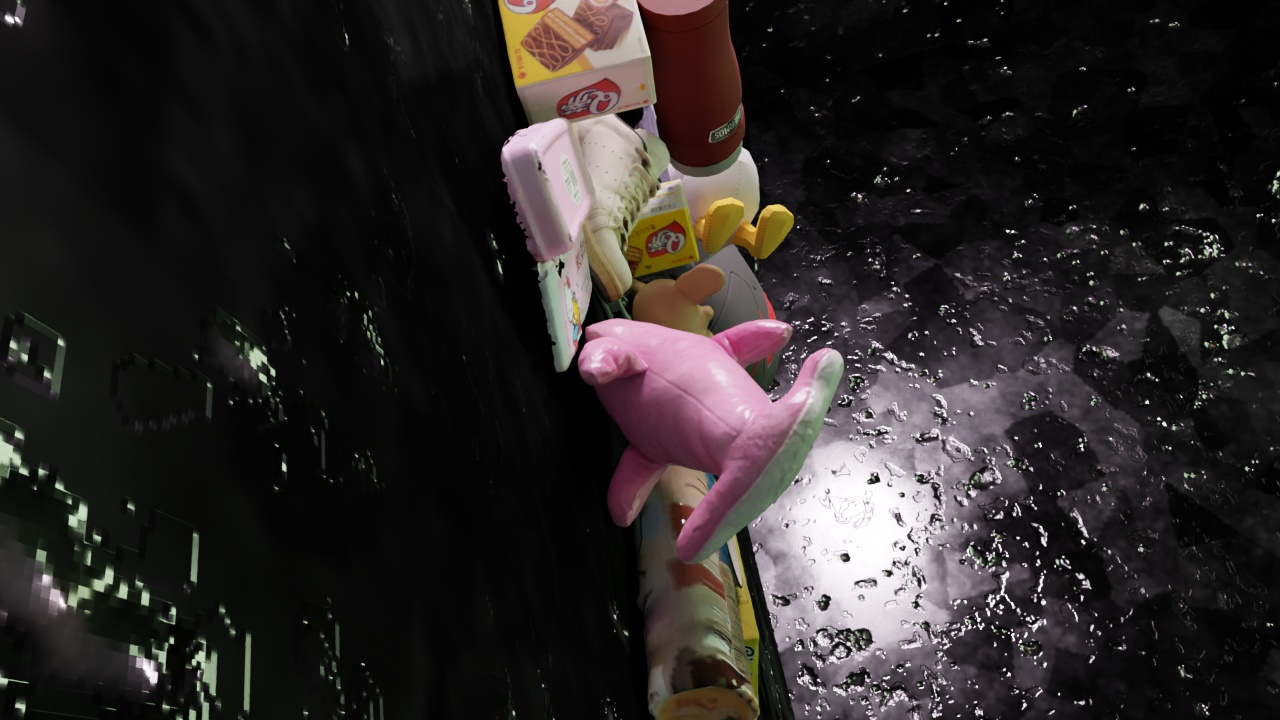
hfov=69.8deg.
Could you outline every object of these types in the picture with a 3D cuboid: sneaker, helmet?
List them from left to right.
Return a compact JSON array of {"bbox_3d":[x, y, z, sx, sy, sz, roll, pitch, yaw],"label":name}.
[{"bbox_3d":[-0.018,-0.158,0.848,0.089,0.102,0.241,66,11,-54],"label":"sneaker"},{"bbox_3d":[0.085,-0.068,1.276,0.169,0.165,0.264,25,49,-43],"label":"helmet"}]

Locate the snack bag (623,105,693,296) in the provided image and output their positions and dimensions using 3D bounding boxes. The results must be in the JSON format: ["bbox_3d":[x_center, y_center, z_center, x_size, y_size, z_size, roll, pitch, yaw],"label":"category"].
[{"bbox_3d":[-0.011,-0.176,0.998,0.058,0.096,0.205,-59,133,-73],"label":"snack bag"}]

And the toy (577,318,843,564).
[{"bbox_3d":[0.018,0.023,0.623,0.128,0.186,0.266,39,-4,-24],"label":"toy"}]

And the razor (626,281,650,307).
[{"bbox_3d":[0.007,-0.083,1.148,0.057,0.060,0.156,64,-15,7],"label":"razor"}]

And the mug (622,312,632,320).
[{"bbox_3d":[0.034,-0.009,1.031,0.117,0.082,0.111,-41,114,-62],"label":"mug"}]

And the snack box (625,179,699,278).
[{"bbox_3d":[0.000,-0.131,0.932,0.083,0.106,0.061,-93,168,-59],"label":"snack box"}]

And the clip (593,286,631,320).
[{"bbox_3d":[-0.028,-0.060,0.905,0.074,0.023,0.035,63,15,-56],"label":"clip"}]

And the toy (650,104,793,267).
[{"bbox_3d":[0.063,-0.215,1.112,0.267,0.140,0.247,55,-48,42],"label":"toy"}]

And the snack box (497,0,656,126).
[{"bbox_3d":[-0.065,-0.311,0.766,0.062,0.110,0.230,74,3,-69],"label":"snack box"}]

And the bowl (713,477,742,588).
[{"bbox_3d":[0.062,0.183,0.942,0.115,0.059,0.115,-14,89,-84],"label":"bowl"}]

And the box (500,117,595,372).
[{"bbox_3d":[-0.054,-0.092,0.654,0.201,0.045,0.155,-85,160,-70],"label":"box"}]

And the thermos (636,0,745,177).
[{"bbox_3d":[0.040,-0.267,0.840,0.108,0.083,0.199,37,-17,26],"label":"thermos"}]

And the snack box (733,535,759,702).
[{"bbox_3d":[0.096,0.280,1.024,0.180,0.045,0.121,-98,-177,-56],"label":"snack box"}]

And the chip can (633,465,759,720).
[{"bbox_3d":[0.033,0.165,0.683,0.229,0.080,0.080,-97,170,-55],"label":"chip can"}]

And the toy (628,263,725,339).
[{"bbox_3d":[0.018,-0.018,0.796,0.105,0.134,0.108,39,68,-26],"label":"toy"}]
